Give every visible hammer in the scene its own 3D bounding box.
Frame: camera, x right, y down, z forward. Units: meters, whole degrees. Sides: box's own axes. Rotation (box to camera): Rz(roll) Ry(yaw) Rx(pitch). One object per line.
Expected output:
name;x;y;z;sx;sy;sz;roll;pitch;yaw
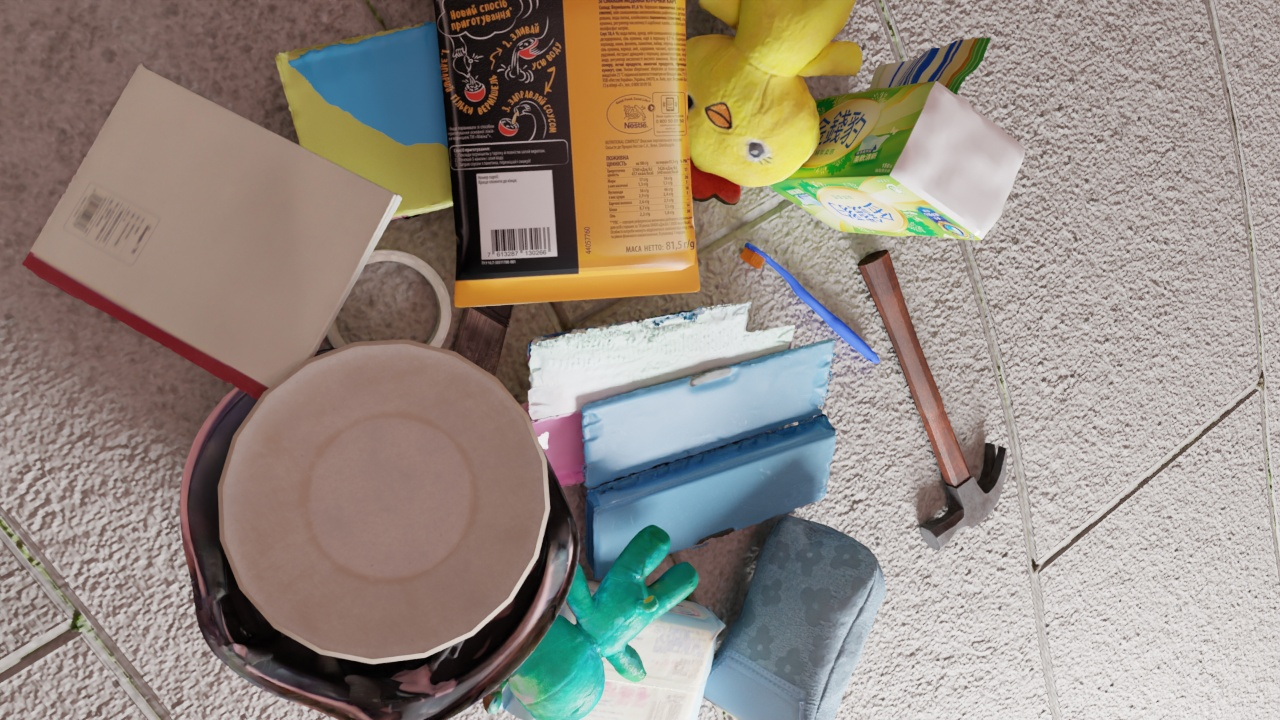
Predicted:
hammer;0.275;0.032;0.885;0.111;0.028;0.301;-31;109;-16

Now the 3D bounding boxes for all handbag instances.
handbag;0.141;0.241;0.816;0.118;0.122;0.191;38;74;-56

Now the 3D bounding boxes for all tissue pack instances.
tissue pack;0.205;-0.184;0.729;0.120;0.198;0.141;26;89;-31
tissue pack;-0.024;0.247;0.764;0.181;0.070;0.112;18;90;-23

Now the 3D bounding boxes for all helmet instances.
helmet;-0.176;0.109;0.630;0.255;0.153;0.229;38;81;-13

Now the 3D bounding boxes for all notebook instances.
notebook;-0.271;-0.080;0.573;0.209;0.012;0.153;27;87;12

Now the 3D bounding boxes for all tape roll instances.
tape roll;-0.187;-0.036;0.680;0.093;0.013;0.093;-4;99;-24

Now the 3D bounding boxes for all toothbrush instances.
toothbrush;0.155;-0.047;0.827;0.182;0.016;0.018;38;87;-23

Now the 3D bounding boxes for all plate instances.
plate;-0.151;0.083;0.553;0.188;0.027;0.188;1;84;-13

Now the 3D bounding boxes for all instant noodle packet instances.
instant noodle packet;-0.045;-0.148;0.582;0.160;0.032;0.221;-4;102;-5

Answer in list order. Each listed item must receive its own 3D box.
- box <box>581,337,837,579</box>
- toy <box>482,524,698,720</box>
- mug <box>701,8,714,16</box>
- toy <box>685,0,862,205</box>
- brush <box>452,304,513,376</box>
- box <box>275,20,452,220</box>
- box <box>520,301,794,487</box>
box;0.061;0.082;0.757;0.231;0.033;0.175;-16;130;-20
toy;-0.035;0.206;0.683;0.193;0.072;0.130;-41;107;-21
mug;0.083;-0.318;0.714;0.073;0.090;0.105;28;86;-25
toy;0.091;-0.217;0.702;0.134;0.208;0.092;36;48;9
brush;-0.113;-0.057;0.710;0.039;0.012;0.151;15;92;-24
box;-0.116;-0.168;0.626;0.221;0.081;0.124;-16;103;-6
box;0.012;0.022;0.724;0.230;0.035;0.160;-11;134;-23
